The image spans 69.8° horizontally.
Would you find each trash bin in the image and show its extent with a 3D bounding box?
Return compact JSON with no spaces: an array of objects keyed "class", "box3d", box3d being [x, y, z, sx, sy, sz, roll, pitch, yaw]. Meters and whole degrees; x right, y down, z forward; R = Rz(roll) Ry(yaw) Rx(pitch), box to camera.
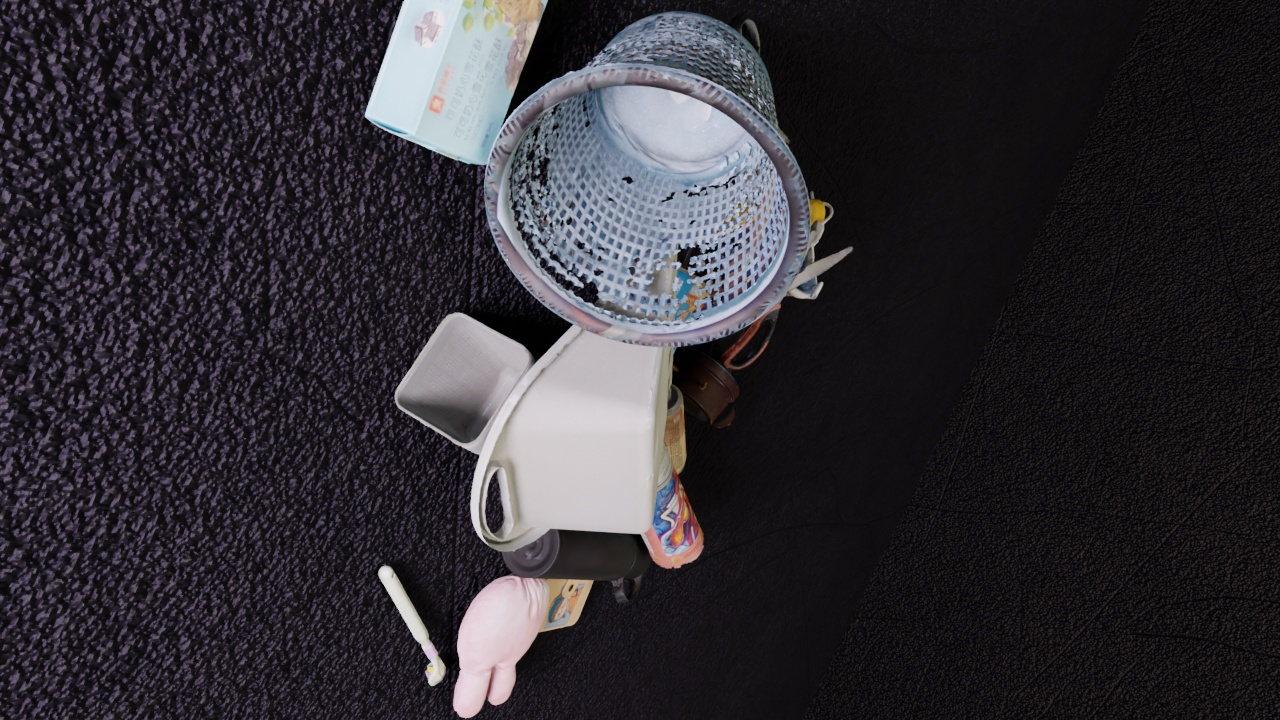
[{"class":"trash bin","box3d":[0.019,-0.155,0.697,0.194,0.227,0.227,-74,166,-47]}]

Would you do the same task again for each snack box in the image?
[{"class":"snack box","box3d":[-0.111,-0.222,0.599,0.074,0.052,0.175,7,106,-61]}]

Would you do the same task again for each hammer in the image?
[{"class":"hammer","box3d":[0.115,-0.063,1.079,0.128,0.032,0.301,-1,131,-16]}]

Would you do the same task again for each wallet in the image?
[{"class":"wallet","box3d":[-0.096,0.276,1.065,0.087,0.024,0.115,-61,151,6]}]

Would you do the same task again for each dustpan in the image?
[{"class":"dustpan","box3d":[-0.049,0.041,0.794,0.223,0.142,0.257,91,5,-47]}]

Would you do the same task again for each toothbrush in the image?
[{"class":"toothbrush","box3d":[-0.212,0.247,0.854,0.029,0.020,0.190,-80,167,-44]},{"class":"toothbrush","box3d":[0.050,-0.112,0.993,0.181,0.016,0.018,-67,160,4]}]

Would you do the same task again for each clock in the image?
[{"class":"clock","box3d":[0.073,0.039,1.086,0.055,0.082,0.122,-50,148,-16]}]

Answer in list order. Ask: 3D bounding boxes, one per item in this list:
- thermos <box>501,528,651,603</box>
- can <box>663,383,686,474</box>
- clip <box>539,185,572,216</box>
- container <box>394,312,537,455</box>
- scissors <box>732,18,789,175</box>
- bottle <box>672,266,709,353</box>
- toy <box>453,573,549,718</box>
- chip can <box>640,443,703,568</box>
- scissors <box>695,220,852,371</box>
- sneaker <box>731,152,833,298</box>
[{"class":"thermos","box3d":[-0.058,0.220,1.014,0.068,0.090,0.242,-25,156,18]},{"class":"can","box3d":[0.022,0.082,1.061,0.058,0.058,0.116,-44,145,-32]},{"class":"clip","box3d":[-0.059,-0.145,0.776,0.058,0.027,0.043,-45,161,-45]},{"class":"container","box3d":[-0.122,0.034,0.755,0.090,0.090,0.114,-58,154,-10]},{"class":"scissors","box3d":[0.107,-0.259,0.935,0.159,0.014,0.181,-23,121,-39]},{"class":"bottle","box3d":[-0.006,0.006,0.945,0.218,0.065,0.065,-60,151,-6]},{"class":"toy","box3d":[-0.148,0.292,0.955,0.121,0.054,0.159,6,105,-58]},{"class":"chip can","box3d":[0.012,0.145,1.032,0.071,0.071,0.215,-47,135,-28]},{"class":"scissors","box3d":[0.139,-0.067,1.049,0.227,0.015,0.189,-15,134,-4]},{"class":"sneaker","box3d":[0.172,-0.155,1.082,0.089,0.091,0.242,-53,149,-21]}]
